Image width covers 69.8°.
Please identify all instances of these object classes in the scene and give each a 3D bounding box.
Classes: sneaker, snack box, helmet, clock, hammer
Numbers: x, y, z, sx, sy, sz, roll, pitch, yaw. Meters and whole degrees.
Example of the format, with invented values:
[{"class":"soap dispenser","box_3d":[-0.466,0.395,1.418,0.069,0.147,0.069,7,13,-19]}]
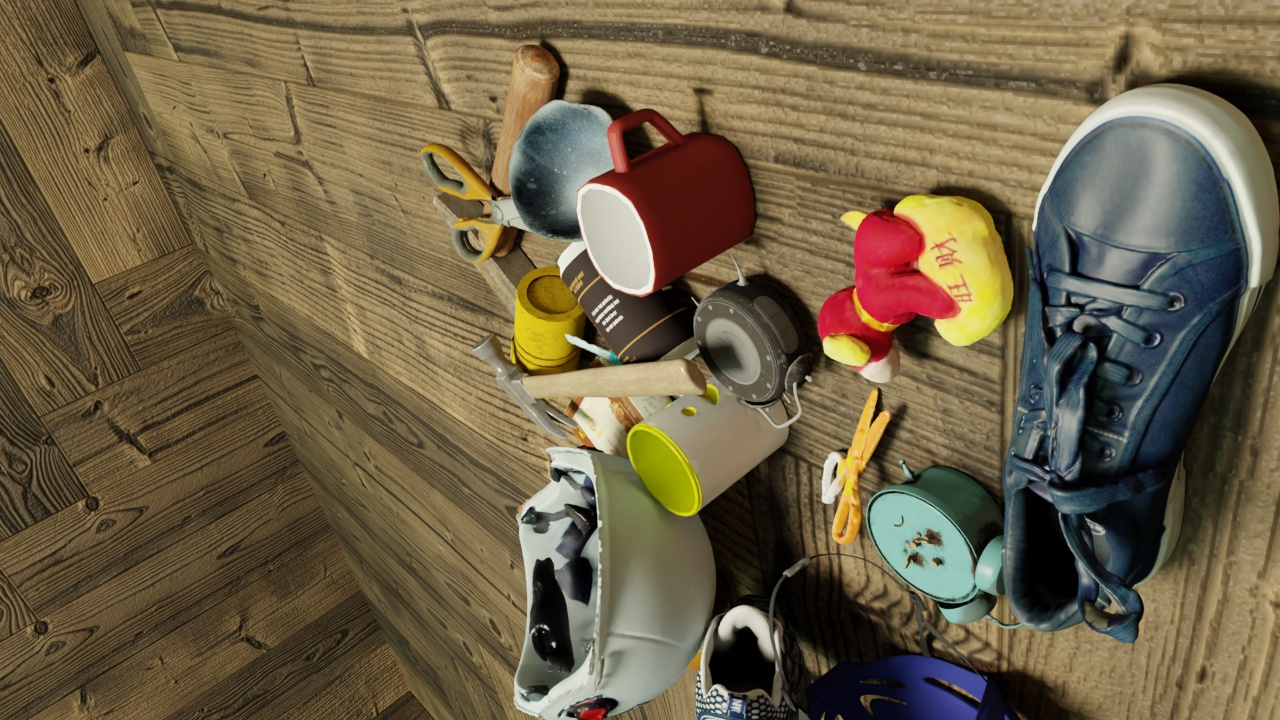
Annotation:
[{"class":"sneaker","box_3d":[0.093,0.253,0.772,0.103,0.268,0.132,3,107,12]},{"class":"snack box","box_3d":[-0.006,0.074,0.909,0.143,0.041,0.147,51,150,11]},{"class":"helmet","box_3d":[0.187,0.255,0.667,0.228,0.147,0.242,62,164,-13]},{"class":"helmet","box_3d":[-0.016,0.201,0.822,0.265,0.163,0.236,122,149,-53]},{"class":"clock","box_3d":[0.210,0.125,0.614,0.124,0.053,0.090,45,149,23]},{"class":"hammer","box_3d":[-0.124,-0.177,0.856,0.158,0.037,0.302,52,150,12]},{"class":"hammer","box_3d":[-0.044,0.017,0.791,0.119,0.030,0.332,53,152,-17]},{"class":"sneaker","box_3d":[0.216,0.024,0.439,0.121,0.127,0.295,29,138,43]},{"class":"clock","box_3d":[0.087,-0.012,0.681,0.123,0.043,0.091,54,151,7]}]

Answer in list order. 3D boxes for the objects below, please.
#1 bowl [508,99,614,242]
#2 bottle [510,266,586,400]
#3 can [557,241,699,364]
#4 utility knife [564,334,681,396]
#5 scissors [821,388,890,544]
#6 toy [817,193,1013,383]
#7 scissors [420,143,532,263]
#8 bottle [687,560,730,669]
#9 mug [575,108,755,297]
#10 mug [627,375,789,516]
[{"class":"bowl","box_3d":[-0.047,-0.148,0.730,0.110,0.055,0.110,3,95,31]},{"class":"bottle","box_3d":[-0.095,-0.016,0.933,0.071,0.070,0.164,46,149,22]},{"class":"can","box_3d":[-0.007,-0.047,0.764,0.128,0.071,0.072,54,151,7]},{"class":"utility knife","box_3d":[-0.005,0.005,0.828,0.158,0.015,0.022,24,142,22]},{"class":"scissors","box_3d":[0.155,0.067,0.670,0.083,0.012,0.133,-104,21,-62]},{"class":"toy","box_3d":[0.151,-0.045,0.537,0.105,0.067,0.138,57,144,11]},{"class":"scissors","box_3d":[-0.143,-0.151,0.852,0.226,0.016,0.166,-3,116,57]},{"class":"bottle","box_3d":[0.059,0.250,0.950,0.068,0.067,0.157,34,143,37]},{"class":"mug","box_3d":[0.015,-0.117,0.636,0.080,0.096,0.116,22,135,47]},{"class":"mug","box_3d":[0.055,0.063,0.738,0.082,0.106,0.083,37,145,33]}]
